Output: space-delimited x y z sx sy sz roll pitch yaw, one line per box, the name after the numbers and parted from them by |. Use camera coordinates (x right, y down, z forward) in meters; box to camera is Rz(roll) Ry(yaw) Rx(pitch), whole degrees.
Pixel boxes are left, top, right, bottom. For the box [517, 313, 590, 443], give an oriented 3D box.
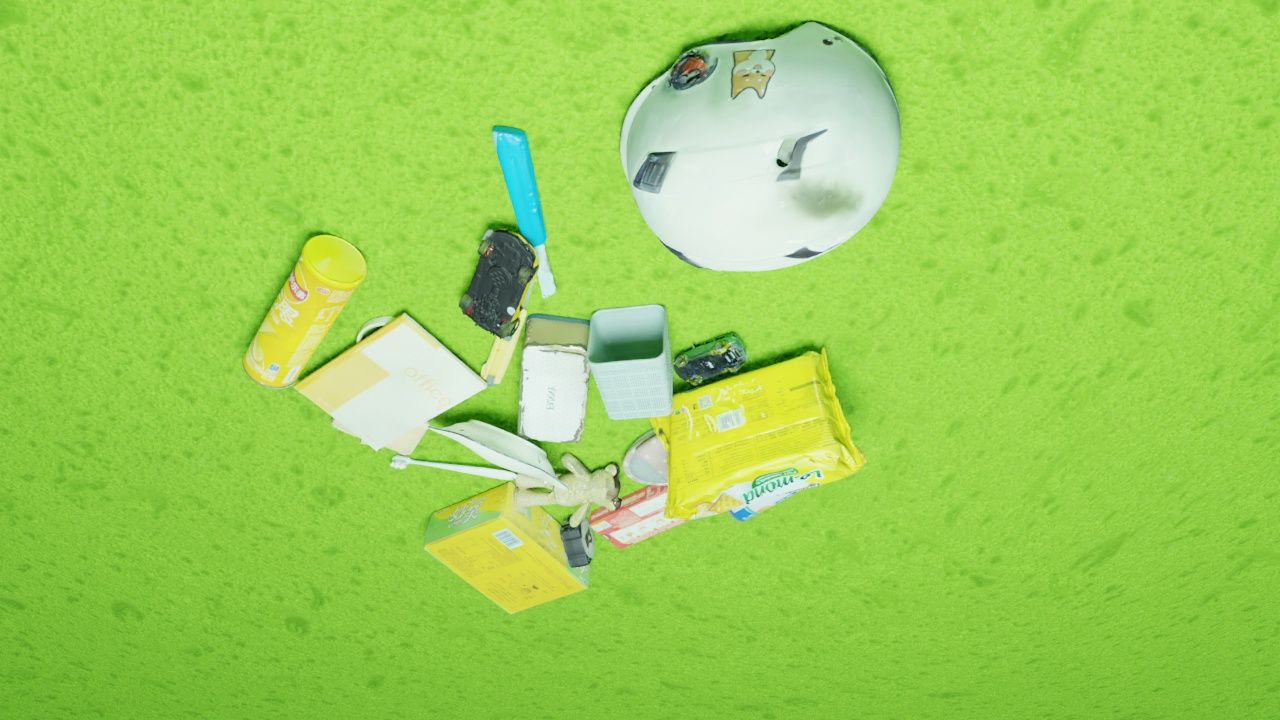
-0.105 0.022 1.128 0.090 0.061 0.185 8 132 -4 | box

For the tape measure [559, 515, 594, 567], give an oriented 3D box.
-0.092 0.263 1.354 0.033 0.066 0.066 -12 105 10 | tape measure

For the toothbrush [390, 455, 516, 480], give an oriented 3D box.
-0.262 0.153 1.283 0.180 0.016 0.016 7 135 4 | toothbrush

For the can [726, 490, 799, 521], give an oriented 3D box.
0.178 0.169 1.251 0.053 0.053 0.135 35 126 -26 | can

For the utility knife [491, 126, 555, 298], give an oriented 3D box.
-0.120 -0.152 0.988 0.034 0.018 0.219 -4 132 6 | utility knife

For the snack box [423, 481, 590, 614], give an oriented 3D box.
-0.196 0.286 1.380 0.158 0.069 0.210 -24 128 25 | snack box

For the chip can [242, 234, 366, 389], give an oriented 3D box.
-0.394 -0.052 1.070 0.072 0.071 0.214 28 130 -21 | chip can

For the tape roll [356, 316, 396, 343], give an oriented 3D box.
-0.306 -0.018 1.135 0.086 0.013 0.086 2 134 2 | tape roll

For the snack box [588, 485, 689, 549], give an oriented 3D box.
0.005 0.224 1.336 0.153 0.025 0.075 -29 127 28 | snack box

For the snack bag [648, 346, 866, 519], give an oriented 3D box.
0.129 0.086 1.092 0.247 0.157 0.068 -19 150 17 | snack bag

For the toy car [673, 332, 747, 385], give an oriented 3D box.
0.083 -0.003 1.105 0.091 0.036 0.043 -22 129 23 | toy car

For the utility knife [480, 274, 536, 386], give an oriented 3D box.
-0.160 -0.038 1.109 0.031 0.022 0.217 15 128 -13 | utility knife

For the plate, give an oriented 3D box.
-0.179 0.116 1.199 0.164 0.034 0.164 12 162 40 | plate

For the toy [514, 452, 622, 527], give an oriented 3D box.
-0.103 0.179 1.284 0.157 0.066 0.105 -2 92 12 | toy

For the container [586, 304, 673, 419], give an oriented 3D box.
-0.006 0.006 1.087 0.090 0.090 0.112 -5 136 9 | container

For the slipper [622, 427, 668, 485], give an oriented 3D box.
0.097 0.113 1.203 0.275 0.054 0.114 -24 128 24 | slipper

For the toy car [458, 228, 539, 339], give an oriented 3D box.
-0.155 -0.087 1.032 0.071 0.041 0.156 32 134 4 | toy car

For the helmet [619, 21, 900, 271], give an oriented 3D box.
0.110 -0.172 0.859 0.274 0.156 0.230 -12 131 15 | helmet

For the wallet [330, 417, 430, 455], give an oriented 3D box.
-0.352 0.088 1.234 0.115 0.024 0.087 24 132 -19 | wallet

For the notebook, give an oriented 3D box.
-0.317 0.032 1.162 0.207 0.010 0.146 -28 125 25 | notebook
